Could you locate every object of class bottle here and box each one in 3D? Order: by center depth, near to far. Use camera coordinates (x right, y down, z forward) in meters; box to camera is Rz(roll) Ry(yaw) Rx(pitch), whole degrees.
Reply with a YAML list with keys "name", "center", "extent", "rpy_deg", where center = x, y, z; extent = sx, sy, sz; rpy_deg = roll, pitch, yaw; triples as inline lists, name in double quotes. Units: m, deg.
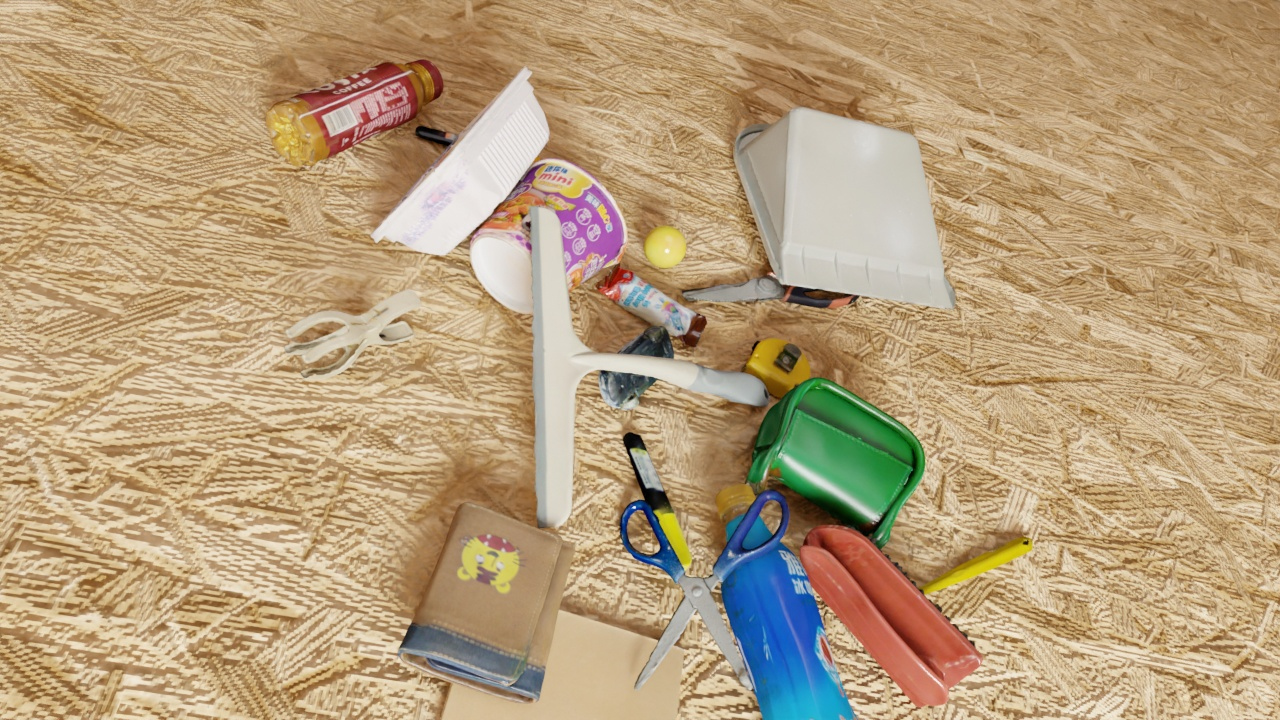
- name: "bottle"
  center: [0.096, 0.186, 0.637]
  extent: [0.065, 0.065, 0.218]
  rpy_deg: [1, 52, -24]
- name: "bottle"
  center: [-0.253, -0.232, 0.837]
  extent: [0.057, 0.058, 0.174]
  rpy_deg: [39, 46, 10]

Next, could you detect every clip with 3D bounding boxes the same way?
- name: "clip"
  center: [-0.212, -0.020, 0.687]
  extent: [0.100, 0.076, 0.035]
  rpy_deg: [-22, 64, -36]

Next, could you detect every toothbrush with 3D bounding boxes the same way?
- name: "toothbrush"
  center: [0.265, 0.176, 0.758]
  extent: [0.189, 0.017, 0.015]
  rpy_deg: [-11, 58, -32]

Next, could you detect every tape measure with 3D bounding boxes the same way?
- name: "tape measure"
  center: [0.126, 0.005, 0.832]
  extent: [0.060, 0.029, 0.057]
  rpy_deg: [31, 45, 2]

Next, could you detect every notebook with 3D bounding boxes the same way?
- name: "notebook"
  center: [-0.053, 0.250, 0.551]
  extent: [0.149, 0.012, 0.210]
  rpy_deg: [20, 46, -10]

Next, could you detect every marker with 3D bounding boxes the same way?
- name: "marker"
  center: [0.011, 0.106, 0.703]
  extent: [0.018, 0.015, 0.124]
  rpy_deg: [-8, 52, -22]
- name: "marker"
  center: [-0.157, -0.205, 0.890]
  extent: [0.124, 0.015, 0.018]
  rpy_deg: [14, 46, -10]

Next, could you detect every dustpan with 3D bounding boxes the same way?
- name: "dustpan"
  center: [0.208, -0.173, 1.021]
  extent: [0.222, 0.143, 0.257]
  rpy_deg: [6, 75, -22]

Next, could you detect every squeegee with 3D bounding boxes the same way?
- name: "squeegee"
  center: [0.027, 0.013, 0.730]
  extent: [0.246, 0.039, 0.246]
  rpy_deg: [11, 67, -38]

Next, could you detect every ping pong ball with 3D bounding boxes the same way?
- name: "ping pong ball"
  center: [0.023, -0.108, 0.871]
  extent: [0.040, 0.040, 0.040]
  rpy_deg: [13, 48, -15]

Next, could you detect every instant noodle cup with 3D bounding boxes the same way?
- name: "instant noodle cup"
  center: [-0.083, -0.099, 0.775]
  extent: [0.111, 0.112, 0.099]
  rpy_deg: [36, 53, 7]
- name: "instant noodle cup"
  center: [-0.144, -0.162, 0.789]
  extent: [0.060, 0.138, 0.173]
  rpy_deg: [44, 43, -17]

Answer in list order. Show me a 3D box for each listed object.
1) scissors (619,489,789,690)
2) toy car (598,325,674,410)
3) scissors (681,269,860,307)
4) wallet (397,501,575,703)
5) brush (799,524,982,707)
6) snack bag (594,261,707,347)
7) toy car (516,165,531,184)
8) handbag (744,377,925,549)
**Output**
- name: "scissors"
  center: [0.042, 0.148, 0.634]
  extent: [0.162, 0.012, 0.176]
  rpy_deg: [-35, 45, -11]
- name: "toy car"
  center: [-0.005, 0.004, 0.763]
  extent: [0.034, 0.043, 0.090]
  rpy_deg: [6, 35, 36]
- name: "scissors"
  center: [0.127, -0.085, 0.920]
  extent: [0.210, 0.015, 0.176]
  rpy_deg: [20, 48, -8]
- name: "wallet"
  center: [-0.093, 0.152, 0.587]
  extent: [0.090, 0.033, 0.115]
  rpy_deg: [22, 42, -7]
- name: "brush"
  center: [0.174, 0.180, 0.669]
  extent: [0.146, 0.063, 0.069]
  rpy_deg: [48, 25, 14]
- name: "snack bag"
  center: [0.011, -0.050, 0.826]
  extent: [0.105, 0.026, 0.045]
  rpy_deg: [32, 43, 0]
- name: "toy car"
  center: [-0.074, -0.147, 0.867]
  extent: [0.048, 0.031, 0.105]
  rpy_deg: [-25, 67, -37]
- name: "handbag"
  center: [0.157, 0.087, 0.756]
  extent: [0.131, 0.068, 0.119]
  rpy_deg: [33, 55, 2]
